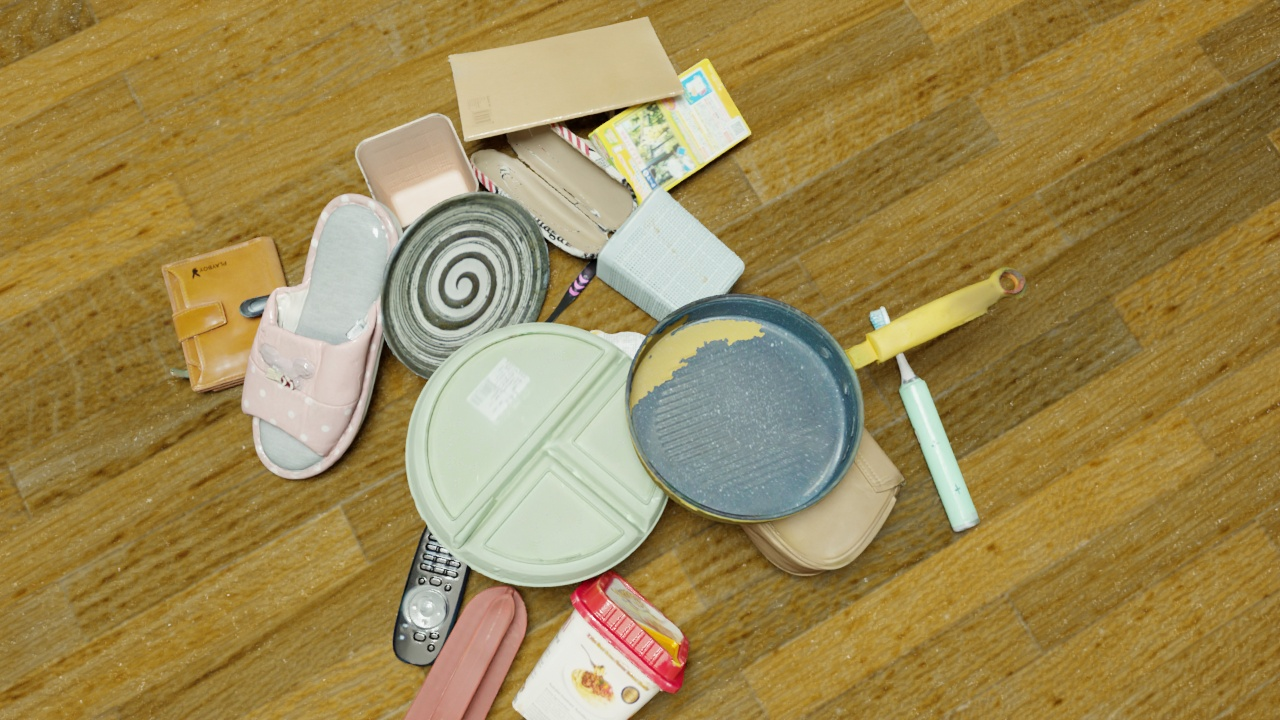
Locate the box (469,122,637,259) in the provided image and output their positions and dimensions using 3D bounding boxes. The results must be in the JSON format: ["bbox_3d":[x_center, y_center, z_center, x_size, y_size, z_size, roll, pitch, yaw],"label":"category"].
[{"bbox_3d":[-0.085,-0.168,0.879,0.162,0.075,0.085,40,53,6],"label":"box"}]

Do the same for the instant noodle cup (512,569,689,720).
[{"bbox_3d":[-0.035,0.263,0.784,0.116,0.116,0.124,40,92,6],"label":"instant noodle cup"}]

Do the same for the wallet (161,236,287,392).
[{"bbox_3d":[-0.391,-0.041,0.872,0.119,0.035,0.130,-18,80,-12],"label":"wallet"}]

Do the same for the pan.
[{"bbox_3d":[0.158,0.005,0.766,0.357,0.078,0.197,-21,72,-12],"label":"pan"}]

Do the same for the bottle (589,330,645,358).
[{"bbox_3d":[-0.005,0.005,0.854,0.108,0.063,0.063,3,78,-1],"label":"bottle"}]

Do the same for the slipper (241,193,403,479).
[{"bbox_3d":[-0.282,-0.015,0.803,0.114,0.054,0.275,28,106,12],"label":"slipper"}]

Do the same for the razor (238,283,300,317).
[{"bbox_3d":[-0.310,-0.072,0.872,0.142,0.022,0.042,-26,94,-21],"label":"razor"}]

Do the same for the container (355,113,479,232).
[{"bbox_3d":[-0.198,-0.156,0.857,0.090,0.111,0.090,-24,80,-6],"label":"container"}]

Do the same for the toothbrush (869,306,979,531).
[{"bbox_3d":[0.268,0.052,0.872,0.027,0.026,0.224,-22,79,16],"label":"toothbrush"}]

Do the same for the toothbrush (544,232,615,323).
[{"bbox_3d":[-0.053,-0.083,0.895,0.014,0.018,0.189,38,79,-4],"label":"toothbrush"}]

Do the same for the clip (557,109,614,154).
[{"bbox_3d":[-0.040,-0.222,0.915,0.099,0.035,0.098,44,82,3],"label":"clip"}]

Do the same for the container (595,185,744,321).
[{"bbox_3d":[0.029,-0.086,0.863,0.111,0.090,0.090,40,80,3],"label":"container"}]

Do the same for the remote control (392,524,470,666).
[{"bbox_3d":[-0.185,0.205,0.829,0.053,0.024,0.136,15,81,-1],"label":"remote control"}]

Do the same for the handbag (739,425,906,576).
[{"bbox_3d":[0.133,0.087,0.829,0.147,0.100,0.204,-32,81,-15],"label":"handbag"}]

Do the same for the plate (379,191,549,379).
[{"bbox_3d":[-0.158,-0.067,0.829,0.024,0.179,0.179,28,76,41],"label":"plate"}]

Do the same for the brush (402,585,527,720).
[{"bbox_3d":[-0.145,0.264,0.794,0.063,0.069,0.145,28,79,-2],"label":"brush"}]

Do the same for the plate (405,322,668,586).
[{"bbox_3d":[-0.080,0.073,0.771,0.230,0.028,0.230,4,71,-11],"label":"plate"}]

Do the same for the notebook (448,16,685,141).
[{"bbox_3d":[-0.077,-0.279,0.898,0.211,0.012,0.149,-13,48,-4],"label":"notebook"}]

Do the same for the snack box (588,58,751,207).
[{"bbox_3d":[0.030,-0.222,0.900,0.140,0.034,0.087,-36,101,-14],"label":"snack box"}]
